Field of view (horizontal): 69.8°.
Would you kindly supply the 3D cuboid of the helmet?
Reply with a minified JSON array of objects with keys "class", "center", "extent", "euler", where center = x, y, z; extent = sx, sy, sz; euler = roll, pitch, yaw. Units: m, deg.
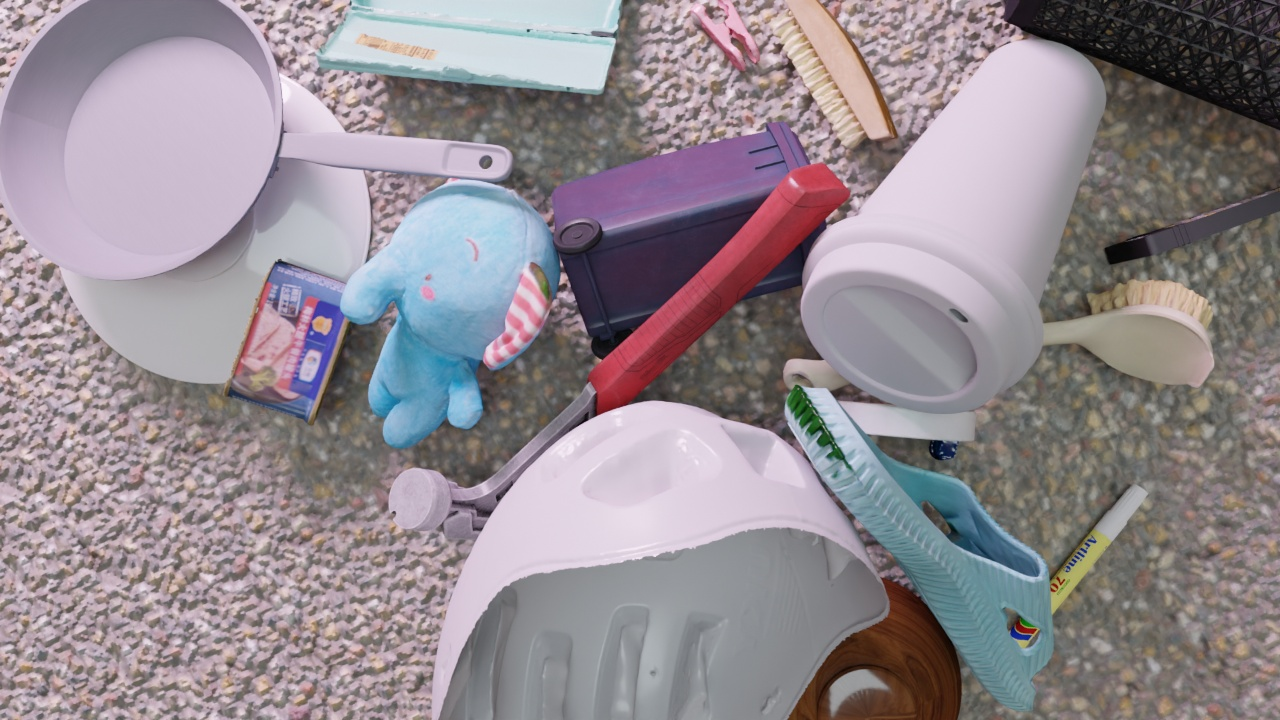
[{"class":"helmet","center":[0.000,0.157,0.534],"extent":[0.224,0.183,0.283],"euler":[14,108,-20]}]

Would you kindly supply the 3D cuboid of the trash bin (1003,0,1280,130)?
[{"class":"trash bin","center":[0.359,-0.244,0.518],"extent":[0.243,0.217,0.217],"euler":[18,91,9]}]

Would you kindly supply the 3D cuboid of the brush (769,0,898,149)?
[{"class":"brush","center":[0.127,-0.190,0.602],"extent":[0.039,0.049,0.117],"euler":[-30,90,25]}]

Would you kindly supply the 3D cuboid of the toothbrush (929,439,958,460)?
[{"class":"toothbrush","center":[0.222,-0.025,0.613],"extent":[0.016,0.017,0.190],"euler":[13,91,-2]}]

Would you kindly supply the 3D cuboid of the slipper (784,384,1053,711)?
[{"class":"slipper","center":[0.173,0.101,0.529],"extent":[0.069,0.116,0.276],"euler":[-38,121,6]}]

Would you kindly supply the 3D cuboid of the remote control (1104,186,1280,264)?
[{"class":"remote control","center":[0.374,-0.092,0.585],"extent":[0.133,0.058,0.013],"euler":[-20,89,2]}]

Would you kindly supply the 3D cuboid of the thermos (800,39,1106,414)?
[{"class":"thermos","center":[0.194,-0.087,0.534],"extent":[0.131,0.132,0.221],"euler":[35,64,2]}]

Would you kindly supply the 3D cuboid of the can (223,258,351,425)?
[{"class":"can","center":[-0.229,-0.013,0.609],"extent":[0.059,0.054,0.100],"euler":[21,94,-15]}]

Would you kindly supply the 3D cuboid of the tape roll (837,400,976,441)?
[{"class":"tape roll","center":[0.161,0.037,0.578],"extent":[0.094,0.094,0.019],"euler":[5,89,3]}]

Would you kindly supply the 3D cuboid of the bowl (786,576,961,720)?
[{"class":"bowl","center":[0.140,0.217,0.593],"extent":[0.147,0.069,0.147],"euler":[0,90,3]}]

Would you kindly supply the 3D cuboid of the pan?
[{"class":"pan","center":[-0.244,-0.136,0.579],"extent":[0.357,0.051,0.200],"euler":[9,84,9]}]

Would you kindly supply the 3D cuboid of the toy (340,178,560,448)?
[{"class":"toy","center":[-0.130,-0.032,0.573],"extent":[0.181,0.114,0.183],"euler":[-53,46,13]}]

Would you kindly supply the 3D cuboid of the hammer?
[{"class":"hammer","center":[-0.003,0.003,0.546],"extent":[0.316,0.126,0.036],"euler":[-43,60,17]}]

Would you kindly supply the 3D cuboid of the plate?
[{"class":"plate","center":[-0.303,-0.098,0.633],"extent":[0.229,0.030,0.229],"euler":[0,90,3]}]

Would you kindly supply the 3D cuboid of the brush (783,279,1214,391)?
[{"class":"brush","center":[0.225,-0.006,0.580],"extent":[0.272,0.077,0.062],"euler":[-6,129,0]}]

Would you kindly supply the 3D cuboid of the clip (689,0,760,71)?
[{"class":"clip","center":[0.054,-0.221,0.618],"extent":[0.044,0.023,0.060],"euler":[-12,88,7]}]

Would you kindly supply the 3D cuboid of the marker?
[{"class":"marker","center":[0.291,0.137,0.612],"extent":[0.014,0.014,0.132],"euler":[38,92,2]}]

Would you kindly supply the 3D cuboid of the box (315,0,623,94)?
[{"class":"box","center":[-0.107,-0.231,0.612],"extent":[0.187,0.057,0.137],"euler":[8,73,4]}]

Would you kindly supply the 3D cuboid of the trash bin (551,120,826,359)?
[{"class":"trash bin","center":[0.033,-0.078,0.575],"extent":[0.161,0.092,0.094],"euler":[-14,134,4]}]
